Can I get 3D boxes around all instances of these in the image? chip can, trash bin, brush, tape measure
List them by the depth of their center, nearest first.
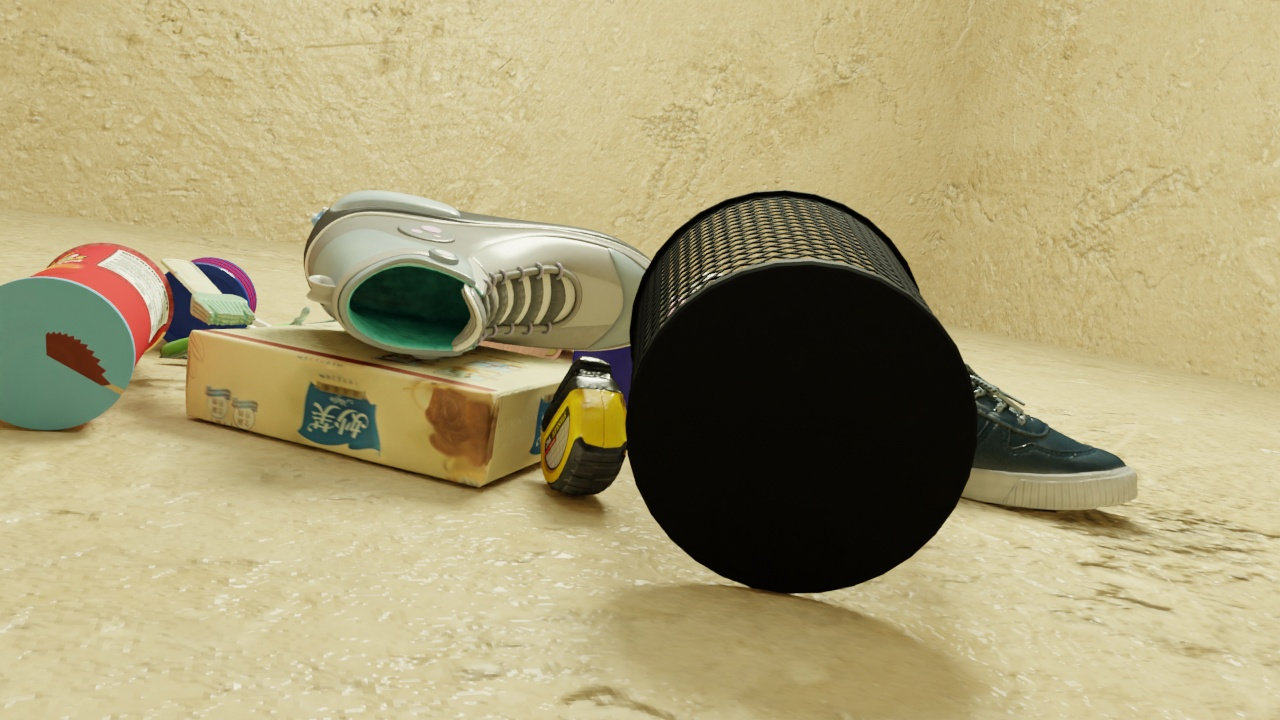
[{"bbox_3d":[0.075,0.009,0.479,0.184,0.184,0.210,9,13,4],"label":"trash bin"},{"bbox_3d":[-0.029,0.042,0.499,0.037,0.066,0.064,8,44,-22],"label":"tape measure"},{"bbox_3d":[-0.348,-0.023,0.572,0.087,0.087,0.213,5,9,-23],"label":"chip can"},{"bbox_3d":[-0.310,-0.052,0.644,0.033,0.012,0.218,2,14,-36],"label":"brush"}]

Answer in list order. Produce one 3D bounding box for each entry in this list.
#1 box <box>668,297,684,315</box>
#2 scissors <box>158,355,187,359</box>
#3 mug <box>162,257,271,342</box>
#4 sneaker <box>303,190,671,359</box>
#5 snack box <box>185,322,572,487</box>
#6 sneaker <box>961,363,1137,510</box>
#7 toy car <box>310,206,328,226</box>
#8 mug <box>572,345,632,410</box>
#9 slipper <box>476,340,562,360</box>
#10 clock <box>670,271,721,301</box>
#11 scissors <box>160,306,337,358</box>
[{"bbox_3d":[0.020,-0.051,1.021,0.160,0.062,0.230,-29,14,-7],"label":"box"},{"bbox_3d":[-0.262,0.001,0.752,0.225,0.016,0.175,6,7,1],"label":"scissors"},{"bbox_3d":[-0.354,-0.039,0.785,0.112,0.075,0.076,32,-1,-21],"label":"mug"},{"bbox_3d":[-0.077,-0.037,0.582,0.256,0.093,0.160,7,15,-24],"label":"sneaker"},{"bbox_3d":[-0.148,0.019,0.579,0.207,0.055,0.153,11,8,19],"label":"snack box"},{"bbox_3d":[0.225,0.046,0.646,0.236,0.087,0.089,9,8,12],"label":"sneaker"},{"bbox_3d":[-0.296,-0.085,0.947,0.054,0.153,0.056,-36,38,-21],"label":"toy car"},{"bbox_3d":[-0.004,0.004,0.734,0.079,0.083,0.111,1,10,-44],"label":"mug"},{"bbox_3d":[-0.127,-0.026,0.888,0.197,0.093,0.081,19,-7,47],"label":"slipper"},{"bbox_3d":[0.068,-0.017,0.824,0.155,0.115,0.065,33,19,29],"label":"clock"},{"bbox_3d":[-0.264,-0.023,0.683,0.171,0.021,0.173,-10,-6,-29],"label":"scissors"}]
